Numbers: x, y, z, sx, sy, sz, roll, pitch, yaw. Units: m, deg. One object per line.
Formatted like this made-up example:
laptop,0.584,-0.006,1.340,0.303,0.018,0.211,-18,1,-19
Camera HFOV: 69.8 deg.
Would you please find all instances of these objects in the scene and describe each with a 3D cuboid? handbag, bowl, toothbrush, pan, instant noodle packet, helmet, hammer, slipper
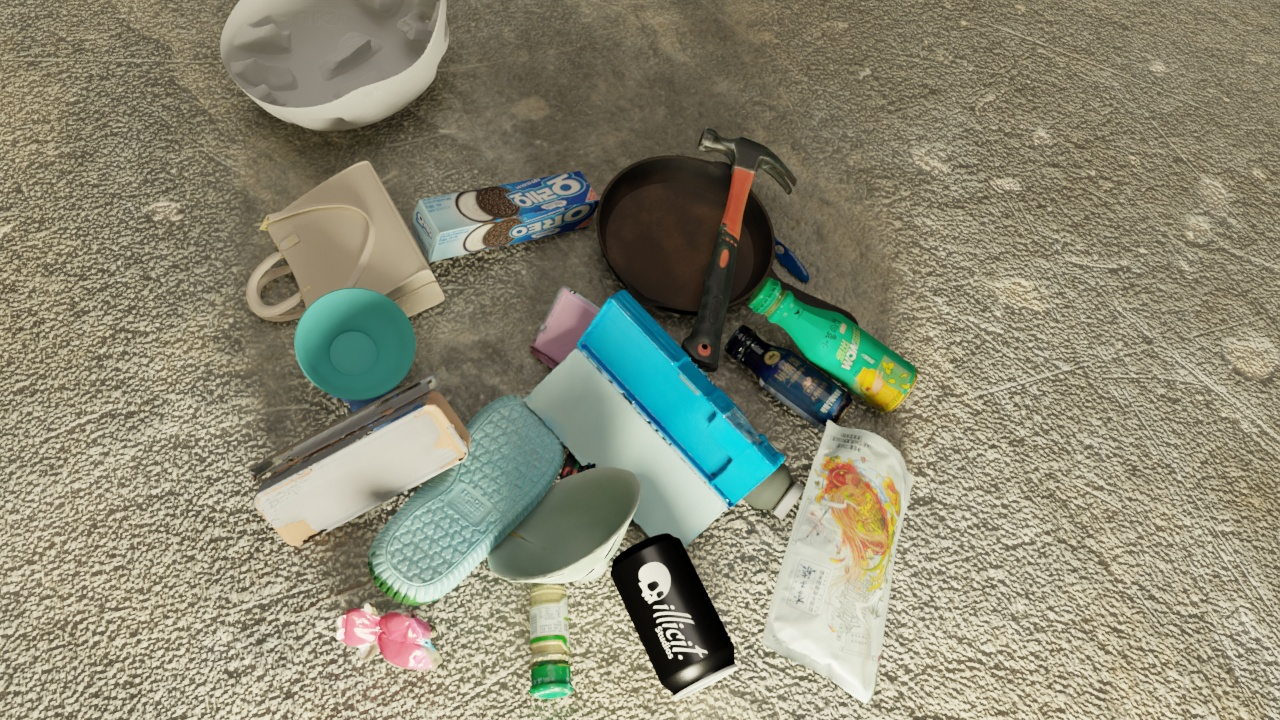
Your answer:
handbag,-0.356,-0.106,1.056,0.197,0.101,0.194,-29,69,-9
bowl,-0.305,-0.013,0.981,0.121,0.046,0.121,5,75,-20
bowl,-0.064,0.185,0.926,0.173,0.174,0.068,-39,112,-25
toothbrush,0.175,-0.151,1.194,0.021,0.016,0.132,-42,71,11
pan,0.109,-0.119,1.149,0.356,0.043,0.248,31,62,3
instant noodle packet,0.221,0.204,0.974,0.147,0.057,0.268,31,58,-15
helmet,-0.375,-0.397,1.151,0.224,0.184,0.281,36,55,18
hammer,0.104,-0.136,1.115,0.133,0.033,0.332,18,63,-5
slipper,-0.175,0.145,0.949,0.116,0.070,0.275,34,48,6

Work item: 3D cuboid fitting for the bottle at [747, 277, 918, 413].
bottle,0.222,-0.022,1.076,0.209,0.068,0.068,35,61,-4

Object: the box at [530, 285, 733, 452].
box,-0.007,0.006,1.033,0.232,0.099,0.099,35,61,11

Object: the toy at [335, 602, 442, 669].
toy,-0.240,0.260,0.888,0.102,0.066,0.050,10,28,1

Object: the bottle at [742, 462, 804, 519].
bottle,0.124,0.125,1.010,0.108,0.060,0.060,37,62,12

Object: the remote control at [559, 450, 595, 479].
remote control,-0.016,0.131,1.008,0.140,0.021,0.045,17,62,6

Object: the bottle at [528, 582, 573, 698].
bottle,-0.090,0.275,0.906,0.042,0.043,0.109,0,60,-9

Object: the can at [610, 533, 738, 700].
can,0.032,0.253,0.913,0.080,0.080,0.146,-20,66,-18

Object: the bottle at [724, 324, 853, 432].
bottle,0.172,0.019,1.077,0.161,0.056,0.056,38,63,13

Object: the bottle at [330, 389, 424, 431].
bottle,-0.282,0.052,0.995,0.131,0.048,0.048,25,61,5

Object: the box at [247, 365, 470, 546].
box,-0.277,0.099,0.923,0.216,0.095,0.107,-27,87,6

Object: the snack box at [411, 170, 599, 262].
snack box,-0.159,-0.176,1.105,0.225,0.059,0.059,-18,64,-34

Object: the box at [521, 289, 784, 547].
box,0.014,0.066,0.979,0.243,0.175,0.063,47,23,8
